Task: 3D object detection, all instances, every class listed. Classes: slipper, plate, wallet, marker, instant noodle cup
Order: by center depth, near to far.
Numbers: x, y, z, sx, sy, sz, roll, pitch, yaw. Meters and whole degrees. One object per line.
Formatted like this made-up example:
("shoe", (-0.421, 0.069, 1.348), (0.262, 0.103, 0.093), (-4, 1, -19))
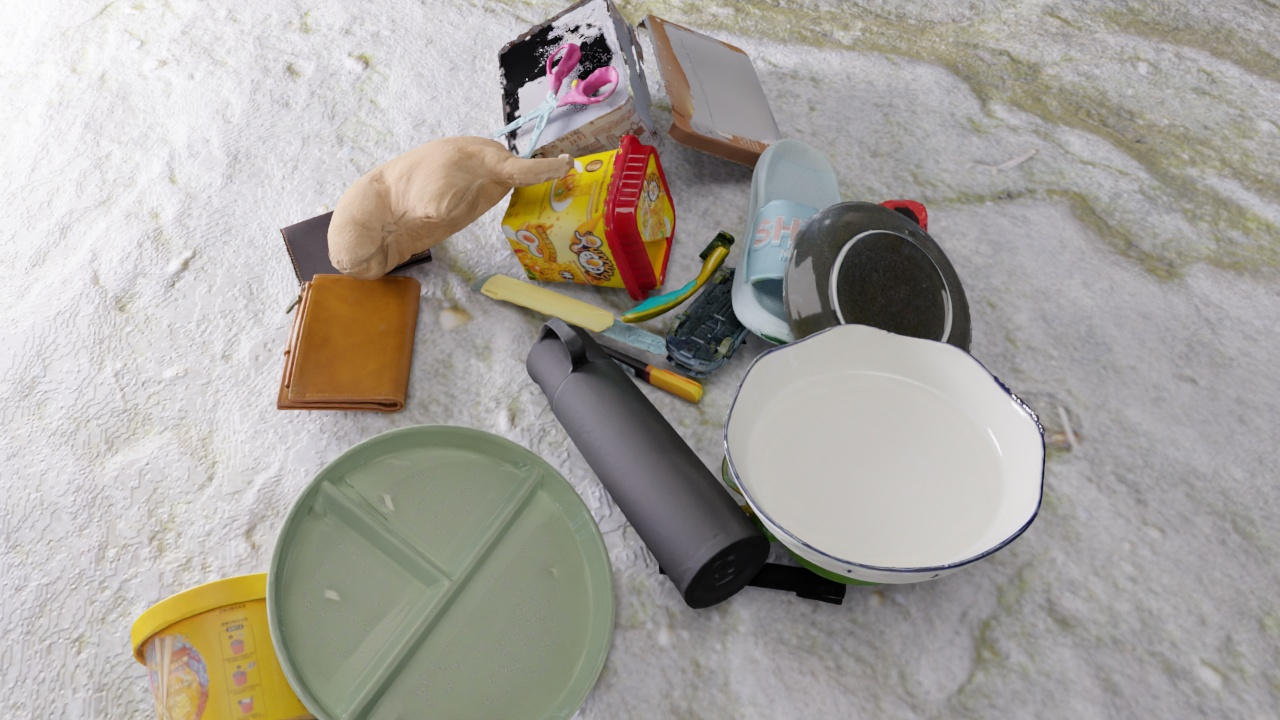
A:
("instant noodle cup", (-0.250, 0.211, 0.581), (0.118, 0.119, 0.114), (-19, 64, -9))
("plate", (-0.125, 0.150, 0.606), (0.230, 0.028, 0.229), (13, 57, -21))
("plate", (0.157, 0.061, 0.609), (0.205, 0.046, 0.204), (0, 46, 0))
("marker", (0.078, 0.152, 0.648), (0.132, 0.020, 0.022), (7, 62, 8))
("plate", (0.193, -0.045, 0.718), (0.179, 0.024, 0.179), (6, 73, -20))
("marker", (-0.004, 0.004, 0.757), (0.124, 0.018, 0.015), (24, 61, 20))
("slipper", (0.140, -0.107, 0.773), (0.104, 0.074, 0.244), (19, 51, -14))
("wallet", (-0.253, -0.017, 0.779), (0.119, 0.035, 0.130), (-1, 56, -1))
("instant noodle cup", (-0.044, -0.121, 0.798), (0.124, 0.116, 0.115), (0, 55, 19))
("wallet", (-0.266, -0.108, 0.857), (0.122, 0.020, 0.096), (-23, 62, -12))

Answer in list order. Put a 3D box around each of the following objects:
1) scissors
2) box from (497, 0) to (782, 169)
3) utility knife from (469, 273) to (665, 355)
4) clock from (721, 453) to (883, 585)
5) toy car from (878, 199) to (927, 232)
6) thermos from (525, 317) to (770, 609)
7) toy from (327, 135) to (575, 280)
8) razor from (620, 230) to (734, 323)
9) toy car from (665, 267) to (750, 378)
("scissors", (-0.078, -0.235, 0.815), (0.134, 0.017, 0.131), (-22, 56, 22))
("box", (-0.001, -0.255, 0.880), (0.271, 0.133, 0.179), (-7, 55, -6))
("utility knife", (-0.063, -0.043, 0.777), (0.208, 0.021, 0.030), (17, 53, 34))
("clock", (0.137, 0.090, 0.652), (0.161, 0.056, 0.115), (14, 47, 15))
("toy car", (0.229, -0.098, 0.802), (0.049, 0.031, 0.106), (3, 58, 8))
("thermos", (-0.008, 0.060, 0.662), (0.068, 0.090, 0.242), (-33, 53, -11))
("toy", (-0.164, -0.145, 0.779), (0.226, 0.082, 0.143), (-24, 39, 13))
("razor", (0.032, -0.063, 0.774), (0.028, 0.043, 0.132), (50, 55, 1))
("toy car", (0.067, -0.033, 0.768), (0.054, 0.037, 0.120), (26, 51, 19))
